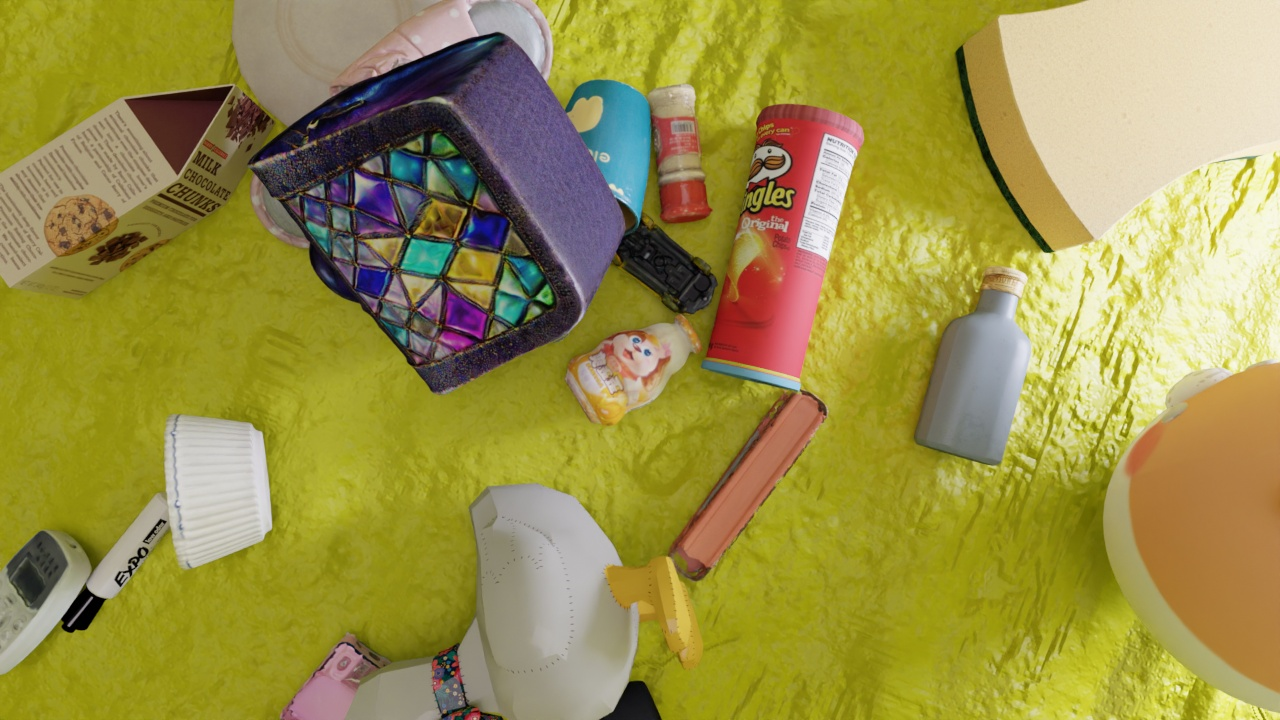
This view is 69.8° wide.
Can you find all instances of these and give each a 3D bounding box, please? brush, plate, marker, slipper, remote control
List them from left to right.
[{"bbox_3d":[-0.470,0.185,0.699,0.060,0.028,0.114,39,88,25],"label":"remote control"},{"bbox_3d":[-0.406,0.159,0.717,0.025,0.025,0.126,38,86,-4],"label":"marker"},{"bbox_3d":[-0.234,-0.269,0.737,0.188,0.027,0.188,0,89,-5],"label":"plate"},{"bbox_3d":[-0.182,-0.185,0.713,0.274,0.054,0.114,-39,113,-1],"label":"slipper"},{"bbox_3d":[0.415,-0.226,0.770,0.250,0.075,0.195,-25,91,-5],"label":"brush"}]

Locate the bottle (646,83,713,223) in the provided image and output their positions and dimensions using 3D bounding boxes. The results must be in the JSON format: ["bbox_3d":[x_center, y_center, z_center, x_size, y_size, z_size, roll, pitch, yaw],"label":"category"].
[{"bbox_3d":[0.031,-0.169,0.752,0.044,0.044,0.109,-7,89,-5],"label":"bottle"}]

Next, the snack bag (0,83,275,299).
[{"bbox_3d":[-0.376,-0.136,0.688,0.206,0.094,0.070,-35,92,-5],"label":"snack bag"}]

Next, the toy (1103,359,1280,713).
[{"bbox_3d":[0.494,0.118,0.675,0.262,0.281,0.265,-27,64,-5],"label":"toy"}]

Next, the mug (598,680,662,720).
[{"bbox_3d":[-0.019,0.322,0.724,0.094,0.085,0.122,-23,107,-5],"label":"mug"}]

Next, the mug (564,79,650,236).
[{"bbox_3d":[-0.046,-0.163,0.729,0.112,0.084,0.104,3,71,25],"label":"mug"}]

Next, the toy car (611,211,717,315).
[{"bbox_3d":[0.015,-0.079,0.755,0.107,0.030,0.049,40,85,3],"label":"toy car"}]

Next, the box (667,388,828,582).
[{"bbox_3d":[0.087,0.102,0.753,0.058,0.053,0.186,37,87,-36],"label":"box"}]

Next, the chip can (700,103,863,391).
[{"bbox_3d":[0.113,-0.088,0.737,0.087,0.087,0.213,14,89,-5],"label":"chip can"}]

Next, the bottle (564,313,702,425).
[{"bbox_3d":[-0.004,0.004,0.736,0.108,0.063,0.063,-32,92,-5],"label":"bottle"}]

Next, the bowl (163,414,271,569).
[{"bbox_3d":[-0.314,0.094,0.688,0.062,0.115,0.115,-6,90,-20],"label":"bowl"}]

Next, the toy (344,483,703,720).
[{"bbox_3d":[-0.093,0.207,0.683,0.267,0.141,0.246,-13,61,4],"label":"toy"}]

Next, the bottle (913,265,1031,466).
[{"bbox_3d":[0.286,0.002,0.770,0.072,0.046,0.161,17,88,-5],"label":"bottle"}]

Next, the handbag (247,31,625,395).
[{"bbox_3d":[-0.146,-0.095,0.648,0.223,0.125,0.205,-17,121,29],"label":"handbag"}]

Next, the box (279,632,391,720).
[{"bbox_3d":[-0.195,0.348,0.728,0.230,0.035,0.159,40,86,-4],"label":"box"}]
